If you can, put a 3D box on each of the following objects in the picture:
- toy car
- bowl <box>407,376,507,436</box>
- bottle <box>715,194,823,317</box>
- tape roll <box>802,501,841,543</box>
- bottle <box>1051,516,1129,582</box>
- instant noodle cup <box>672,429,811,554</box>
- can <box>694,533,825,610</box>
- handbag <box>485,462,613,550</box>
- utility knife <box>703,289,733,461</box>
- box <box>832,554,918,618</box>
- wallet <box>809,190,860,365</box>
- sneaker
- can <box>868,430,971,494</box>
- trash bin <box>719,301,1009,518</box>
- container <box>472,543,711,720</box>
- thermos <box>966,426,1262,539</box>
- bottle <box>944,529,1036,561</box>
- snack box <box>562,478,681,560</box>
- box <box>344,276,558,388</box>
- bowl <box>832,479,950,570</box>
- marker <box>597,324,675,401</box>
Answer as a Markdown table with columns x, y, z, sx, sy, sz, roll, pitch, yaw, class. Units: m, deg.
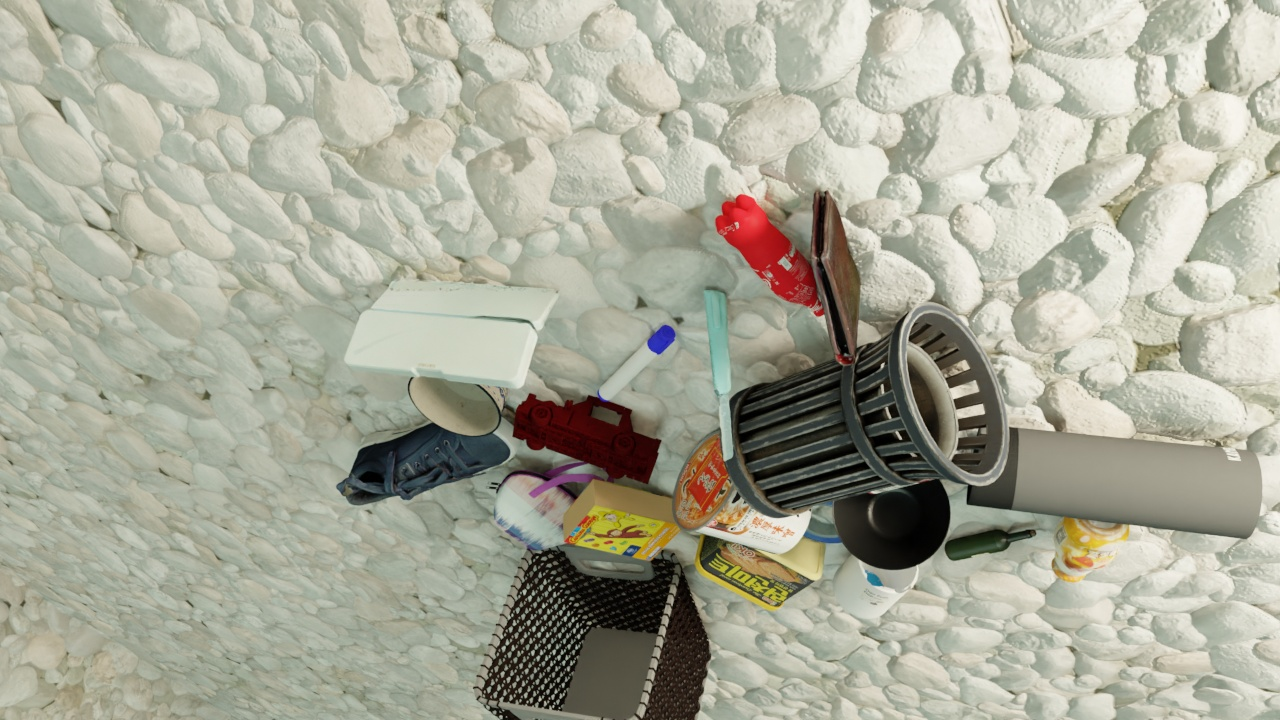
| x | y | z | sx | sy | sz | roll | pitch | yaw | class |
| --- | --- | --- | --- | --- | --- | --- | --- | --- | --- |
| -0.060 | 0.083 | 1.075 | 0.170 | 0.061 | 0.070 | 19 | 139 | 2 | toy car |
| -0.208 | 0.030 | 1.082 | 0.115 | 0.059 | 0.116 | 12 | 138 | 11 | bowl |
| 0.123 | -0.090 | 0.827 | 0.042 | 0.041 | 0.141 | -25 | 122 | 40 | bottle |
| 0.221 | 0.185 | 1.101 | 0.092 | 0.016 | 0.093 | -25 | 122 | 40 | tape roll |
| 0.470 | 0.193 | 0.971 | 0.063 | 0.063 | 0.109 | 11 | 138 | 12 | bottle |
| 0.121 | 0.159 | 1.049 | 0.121 | 0.123 | 0.124 | 28 | 139 | -22 | instant noodle cup |
| 0.152 | 0.243 | 1.153 | 0.131 | 0.072 | 0.101 | 30 | 136 | -10 | can |
| -0.106 | 0.180 | 1.207 | 0.170 | 0.067 | 0.144 | -30 | 119 | 35 | handbag |
| 0.078 | 0.013 | 0.892 | 0.022 | 0.168 | 0.015 | -5 | 175 | 9 | utility knife |
| 0.288 | 0.242 | 1.093 | 0.081 | 0.091 | 0.161 | 22 | 147 | 3 | box |
| 0.165 | -0.071 | 0.787 | 0.031 | 0.099 | 0.120 | -8 | 132 | 20 | wallet |
| -0.284 | 0.140 | 1.185 | 0.295 | 0.127 | 0.121 | -17 | 127 | 33 | sneaker |
| 0.276 | 0.096 | 0.947 | 0.114 | 0.063 | 0.063 | -23 | 123 | 39 | can |
| 0.201 | 0.062 | 0.875 | 0.164 | 0.163 | 0.228 | 42 | 139 | -22 | trash bin |
| -0.048 | 0.437 | 1.318 | 0.248 | 0.244 | 0.244 | -1 | 138 | 23 | container |
| 0.444 | 0.113 | 0.881 | 0.241 | 0.082 | 0.082 | 5 | 137 | 18 | thermos |
| 0.398 | 0.207 | 1.044 | 0.106 | 0.025 | 0.025 | -26 | 121 | 40 | bottle |
| -0.022 | 0.204 | 1.167 | 0.125 | 0.040 | 0.088 | 17 | 133 | -23 | snack box |
| -0.195 | -0.037 | 0.944 | 0.197 | 0.135 | 0.043 | 7 | 143 | 16 | box |
| 0.279 | 0.168 | 1.013 | 0.124 | 0.124 | 0.052 | 0 | 168 | 22 | bowl |
| -0.006 | 0.006 | 1.001 | 0.020 | 0.020 | 0.142 | 32 | 138 | -13 | marker |
